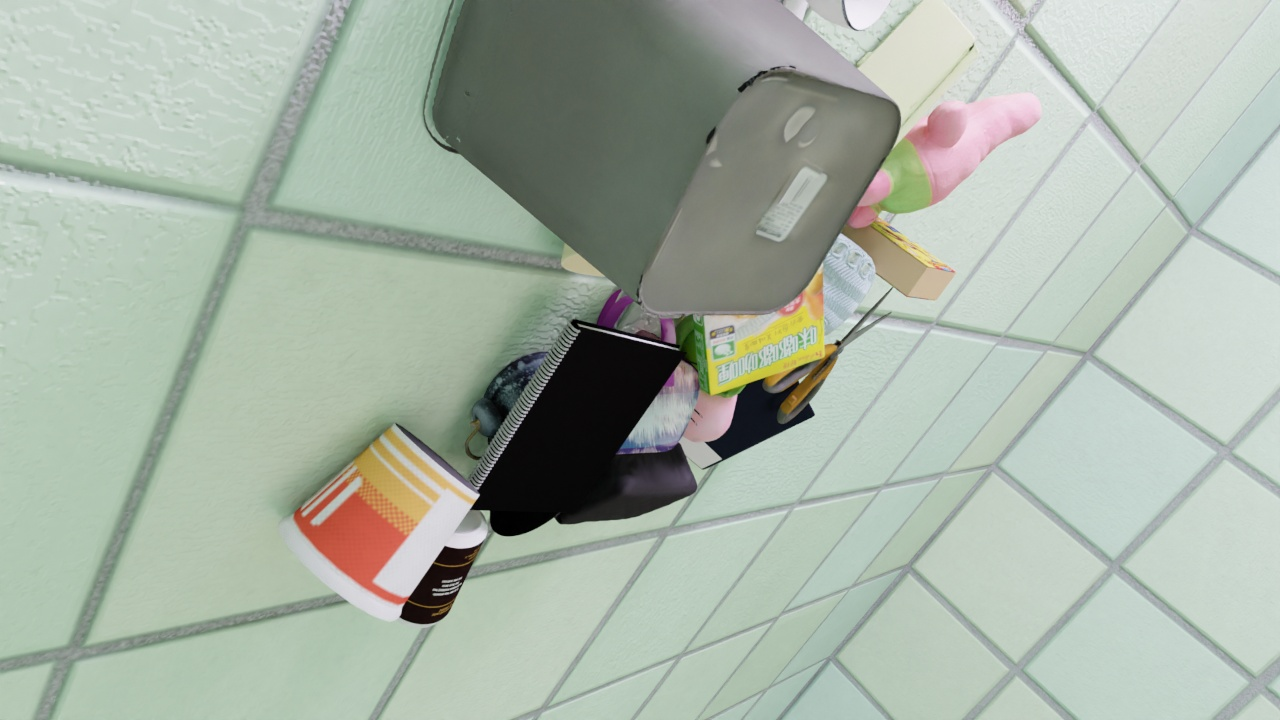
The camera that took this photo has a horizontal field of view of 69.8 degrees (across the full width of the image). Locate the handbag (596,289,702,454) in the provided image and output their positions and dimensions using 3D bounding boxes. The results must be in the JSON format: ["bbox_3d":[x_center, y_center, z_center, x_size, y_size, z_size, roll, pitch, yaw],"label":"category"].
[{"bbox_3d":[-0.005,0.005,0.904,0.144,0.068,0.170,-2,123,-8],"label":"handbag"}]

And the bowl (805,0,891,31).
[{"bbox_3d":[0.159,-0.319,0.708,0.113,0.063,0.114,-40,144,-37],"label":"bowl"}]

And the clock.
[{"bbox_3d":[-0.109,0.046,0.853,0.129,0.052,0.090,-35,149,-10],"label":"clock"}]

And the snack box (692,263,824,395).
[{"bbox_3d":[0.112,-0.062,0.866,0.131,0.027,0.168,-18,120,-18],"label":"snack box"}]

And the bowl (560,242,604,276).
[{"bbox_3d":[-0.006,-0.115,0.746,0.117,0.118,0.074,7,80,-54],"label":"bowl"}]

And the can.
[{"bbox_3d":[-0.202,0.196,0.897,0.071,0.072,0.129,-7,133,-48],"label":"can"}]

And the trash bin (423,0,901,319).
[{"bbox_3d":[0.014,-0.153,0.569,0.197,0.220,0.198,-3,131,-43],"label":"trash bin"}]

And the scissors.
[{"bbox_3d":[0.211,-0.001,1.068,0.224,0.016,0.226,-7,139,-53],"label":"scissors"}]

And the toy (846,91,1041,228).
[{"bbox_3d":[0.319,-0.226,0.982,0.236,0.097,0.192,-29,173,-1],"label":"toy"}]

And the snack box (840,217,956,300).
[{"bbox_3d":[0.290,-0.124,1.064,0.088,0.126,0.040,0,128,-52],"label":"snack box"}]

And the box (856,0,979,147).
[{"bbox_3d":[0.244,-0.263,0.920,0.188,0.091,0.083,-45,-175,0],"label":"box"}]

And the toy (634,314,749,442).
[{"bbox_3d":[0.089,-0.012,0.963,0.189,0.087,0.239,4,131,-32],"label":"toy"}]

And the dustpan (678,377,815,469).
[{"bbox_3d":[0.152,0.017,1.157,0.273,0.080,0.236,-27,152,10],"label":"dustpan"}]

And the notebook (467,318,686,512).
[{"bbox_3d":[-0.063,0.059,0.844,0.148,0.016,0.207,12,119,-48],"label":"notebook"}]

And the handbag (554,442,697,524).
[{"bbox_3d":[-0.031,0.123,1.035,0.125,0.114,0.153,-32,161,27],"label":"handbag"}]

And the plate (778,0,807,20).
[{"bbox_3d":[0.065,-0.263,0.721,0.208,0.015,0.209,-31,148,-23],"label":"plate"}]

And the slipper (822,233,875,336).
[{"bbox_3d":[0.169,-0.113,0.986,0.104,0.074,0.245,-46,135,11],"label":"slipper"}]

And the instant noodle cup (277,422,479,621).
[{"bbox_3d":[-0.210,0.128,0.767,0.121,0.123,0.123,-49,151,-9],"label":"instant noodle cup"}]

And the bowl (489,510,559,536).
[{"bbox_3d":[-0.113,0.114,0.927,0.123,0.052,0.124,-31,148,-23],"label":"bowl"}]
